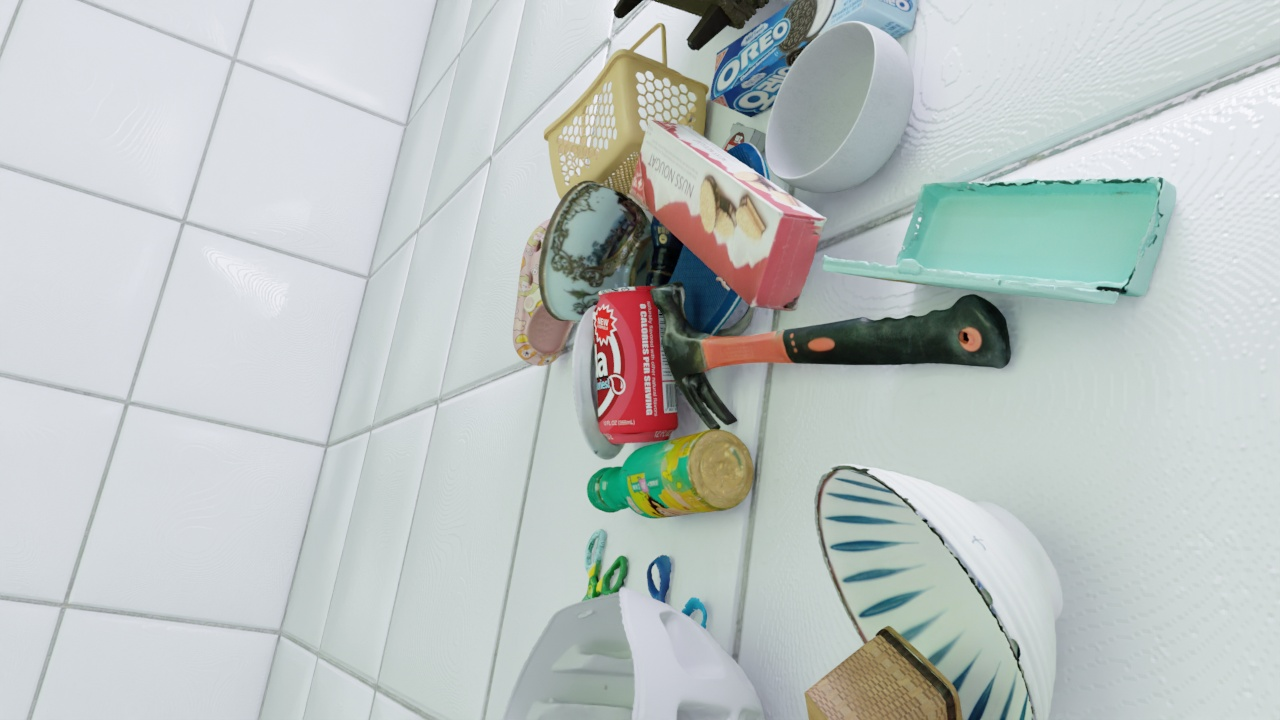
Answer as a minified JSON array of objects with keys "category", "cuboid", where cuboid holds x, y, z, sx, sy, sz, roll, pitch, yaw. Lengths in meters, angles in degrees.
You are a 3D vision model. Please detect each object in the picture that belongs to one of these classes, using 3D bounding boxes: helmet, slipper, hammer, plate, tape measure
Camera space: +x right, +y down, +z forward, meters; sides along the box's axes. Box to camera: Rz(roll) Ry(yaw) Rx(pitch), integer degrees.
[{"category":"helmet","cuboid":[-0.032,0.296,0.682,0.283,0.184,0.223,-29,34,37]},{"category":"slipper","cuboid":[-0.106,-0.088,1.173,0.082,0.093,0.197,11,85,53]},{"category":"hammer","cuboid":[0.126,-0.011,0.696,0.334,0.033,0.133,-5,102,55]},{"category":"slipper","cuboid":[0.070,-0.067,0.855,0.296,0.060,0.118,117,149,-48]},{"category":"plate","cuboid":[-0.031,0.022,0.926,0.014,0.157,0.156,-4,66,20]},{"category":"tape measure","cuboid":[0.099,-0.203,0.913,0.062,0.020,0.060,-66,22,12]}]

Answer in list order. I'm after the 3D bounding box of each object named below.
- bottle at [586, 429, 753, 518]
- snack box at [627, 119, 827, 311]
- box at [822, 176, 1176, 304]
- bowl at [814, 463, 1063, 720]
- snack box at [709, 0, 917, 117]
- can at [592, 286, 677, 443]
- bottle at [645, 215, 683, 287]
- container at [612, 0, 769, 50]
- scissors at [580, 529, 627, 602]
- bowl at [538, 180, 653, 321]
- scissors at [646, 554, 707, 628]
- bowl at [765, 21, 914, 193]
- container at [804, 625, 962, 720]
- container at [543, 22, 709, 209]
[{"category":"bottle","cuboid":[0.016,0.110,0.838,0.210,0.068,0.068,-23,55,57]},{"category":"snack box","cuboid":[0.057,-0.128,0.751,0.273,0.044,0.077,-126,46,-55]},{"category":"box","cuboid":[0.209,-0.078,0.564,0.187,0.109,0.078,-159,69,-66]},{"category":"bowl","cuboid":[0.172,0.123,0.494,0.177,0.070,0.178,58,163,28]},{"category":"snack box","cuboid":[0.148,-0.288,0.830,0.227,0.059,0.059,-9,71,61]},{"category":"can","cuboid":[-0.005,0.005,0.866,0.075,0.074,0.142,-7,86,61]},{"category":"bottle","cuboid":[0.041,-0.147,0.953,0.056,0.056,0.160,5,81,63]},{"category":"container","cuboid":[0.043,-0.455,0.928,0.205,0.176,0.321,-45,32,7]},{"category":"scissors","cuboid":[-0.050,0.233,0.956,0.128,0.012,0.121,-55,31,30]},{"category":"bowl","cuboid":[-0.030,-0.110,1.005,0.094,0.159,0.160,18,91,22]},{"category":"scissors","cuboid":[0.021,0.233,0.822,0.128,0.014,0.129,-58,34,35]},{"category":"bowl","cuboid":[0.165,-0.195,0.733,0.132,0.064,0.131,-40,41,47]},{"category":"container","cuboid":[0.133,0.214,0.501,0.063,0.061,0.114,-139,32,-60]},{"category":"container","cuboid":[-0.016,-0.276,1.058,0.184,0.129,0.166,-31,56,52]}]
